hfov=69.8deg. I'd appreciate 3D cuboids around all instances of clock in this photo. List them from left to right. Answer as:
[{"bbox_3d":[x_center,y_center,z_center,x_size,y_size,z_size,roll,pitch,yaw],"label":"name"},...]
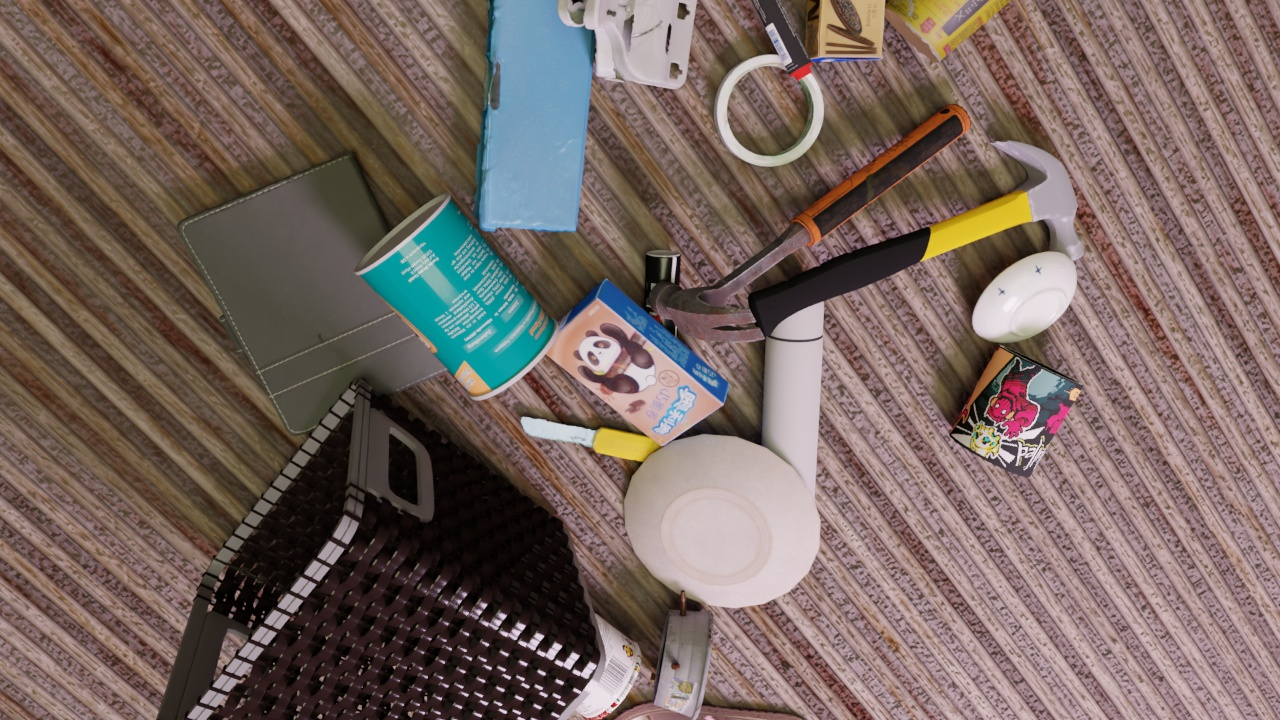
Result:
[{"bbox_3d":[0.042,0.304,0.910,0.056,0.103,0.148,11,135,1],"label":"clock"}]

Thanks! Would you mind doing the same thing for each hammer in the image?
[{"bbox_3d":[0.160,-0.119,0.771,0.314,0.138,0.035,-36,117,-9],"label":"hammer"},{"bbox_3d":[0.243,-0.100,0.809,0.323,0.029,0.127,-21,105,-10],"label":"hammer"}]

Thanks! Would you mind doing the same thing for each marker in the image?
[{"bbox_3d":[0.101,-0.299,0.758,0.024,0.021,0.145,-25,99,25],"label":"marker"}]

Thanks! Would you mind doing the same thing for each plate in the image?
[{"bbox_3d":[0.073,0.160,0.867,0.189,0.027,0.189,5,112,13],"label":"plate"},{"bbox_3d":[0.358,-0.051,0.841,0.104,0.026,0.104,-12,135,-13],"label":"plate"}]

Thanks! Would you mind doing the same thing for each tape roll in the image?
[{"bbox_3d":[0.111,-0.216,0.796,0.094,0.018,0.094,-1,106,-5],"label":"tape roll"}]

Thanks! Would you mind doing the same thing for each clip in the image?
[{"bbox_3d":[-0.019,-0.286,0.728,0.152,0.099,0.126,-8,110,-42],"label":"clip"}]

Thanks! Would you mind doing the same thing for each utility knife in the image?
[{"bbox_3d":[-0.007,0.080,0.872,0.217,0.019,0.030,11,99,-14],"label":"utility knife"}]

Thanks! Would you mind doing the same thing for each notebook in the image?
[{"bbox_3d":[-0.281,-0.054,0.801,0.169,0.029,0.209,-22,104,-1],"label":"notebook"}]

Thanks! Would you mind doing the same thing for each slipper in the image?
[{"bbox_3d":[0.073,0.414,0.957,0.239,0.064,0.094,3,106,-8],"label":"slipper"}]

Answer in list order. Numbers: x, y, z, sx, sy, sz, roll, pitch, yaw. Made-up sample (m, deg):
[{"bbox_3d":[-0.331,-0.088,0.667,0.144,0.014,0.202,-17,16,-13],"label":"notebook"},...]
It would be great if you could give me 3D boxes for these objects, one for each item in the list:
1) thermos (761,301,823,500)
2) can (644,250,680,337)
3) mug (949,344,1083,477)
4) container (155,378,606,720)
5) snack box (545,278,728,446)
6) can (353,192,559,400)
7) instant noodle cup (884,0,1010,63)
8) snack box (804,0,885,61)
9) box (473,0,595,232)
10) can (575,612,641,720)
[{"bbox_3d":[0.141,0.041,0.857,0.052,0.052,0.224,-2,107,-5],"label":"thermos"},{"bbox_3d":[0.019,-0.057,0.827,0.031,0.031,0.080,0,107,-6],"label":"can"},{"bbox_3d":[0.366,0.051,0.876,0.118,0.082,0.098,15,106,-38],"label":"mug"},{"bbox_3d":[-0.205,0.211,0.765,0.243,0.247,0.246,36,100,-25],"label":"container"},{"bbox_3d":[-0.005,0.005,0.823,0.151,0.034,0.087,39,130,-15],"label":"snack box"},{"bbox_3d":[-0.151,-0.052,0.768,0.099,0.099,0.144,-37,113,5],"label":"can"},{"bbox_3d":[0.259,-0.311,0.749,0.100,0.100,0.113,38,110,-15],"label":"instant noodle cup"},{"bbox_3d":[0.168,-0.350,0.741,0.057,0.056,0.207,-2,107,-4],"label":"snack box"},{"bbox_3d":[-0.089,-0.225,0.767,0.093,0.054,0.232,-2,108,-23],"label":"box"},{"bbox_3d":[-0.070,0.280,0.890,0.116,0.086,0.087,41,99,-15],"label":"can"}]
